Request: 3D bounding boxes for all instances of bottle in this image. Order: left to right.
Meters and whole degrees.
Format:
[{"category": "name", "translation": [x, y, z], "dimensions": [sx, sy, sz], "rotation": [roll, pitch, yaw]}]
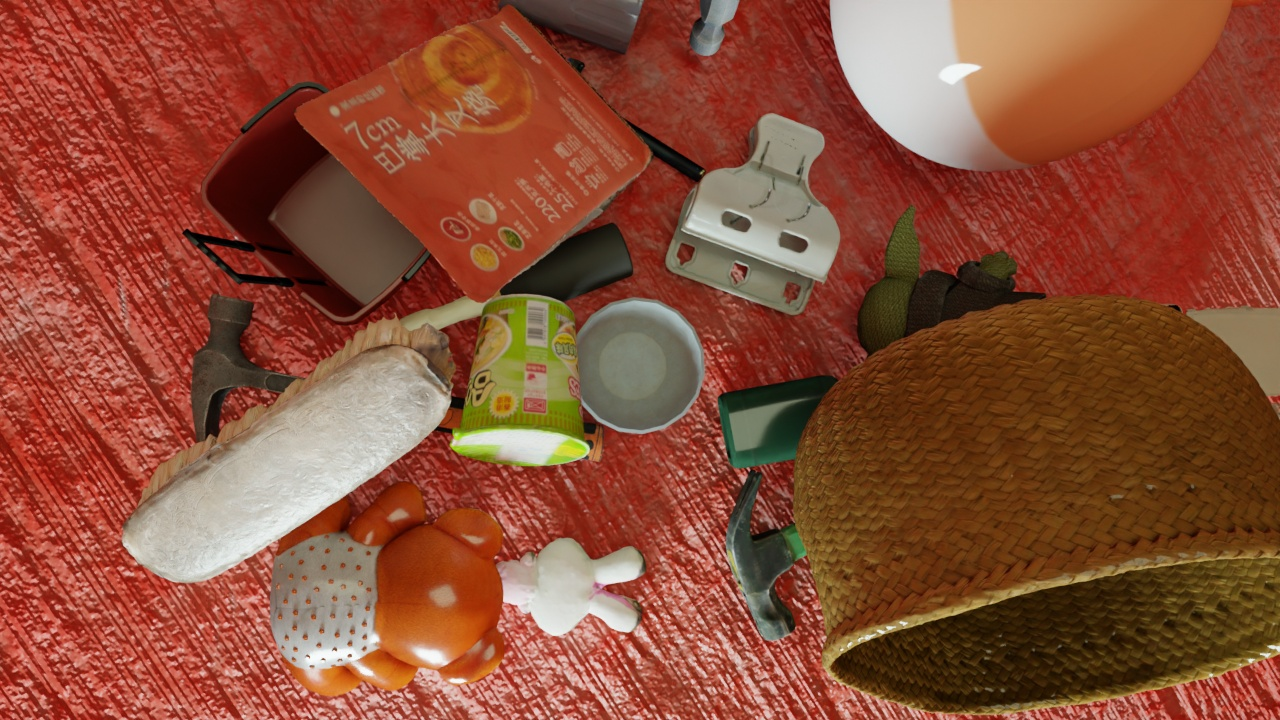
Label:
[{"category": "bottle", "translation": [-0.098, -0.056, 0.719], "dimensions": [0.184, 0.045, 0.045], "rotation": [-21, 92, -7]}, {"category": "bottle", "translation": [0.131, 0.045, 0.730], "dimensions": [0.131, 0.061, 0.061], "rotation": [-10, 88, 1]}]

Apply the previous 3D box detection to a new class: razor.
[{"category": "razor", "translation": [-0.009, -0.189, 0.746], "dimensions": [0.144, 0.022, 0.042], "rotation": [35, 45, -9]}]

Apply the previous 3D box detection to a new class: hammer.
[{"category": "hammer", "translation": [-0.185, 0.048, 0.713], "dimensions": [0.314, 0.035, 0.137], "rotation": [12, 88, -7]}, {"category": "hammer", "translation": [0.028, -0.411, 0.696], "dimensions": [0.025, 0.118, 0.332], "rotation": [-9, 78, -11]}, {"category": "hammer", "translation": [0.220, 0.107, 0.765], "dimensions": [0.318, 0.032, 0.130], "rotation": [-23, 92, -7]}]

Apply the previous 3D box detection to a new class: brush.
[{"category": "brush", "translation": [-0.246, 0.066, 0.643], "dimensions": [0.271, 0.056, 0.083], "rotation": [-33, 117, 12]}]

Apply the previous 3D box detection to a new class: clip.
[{"category": "clip", "translation": [0.102, -0.123, 0.731], "dimensions": [0.126, 0.096, 0.152], "rotation": [20, 97, -9]}]

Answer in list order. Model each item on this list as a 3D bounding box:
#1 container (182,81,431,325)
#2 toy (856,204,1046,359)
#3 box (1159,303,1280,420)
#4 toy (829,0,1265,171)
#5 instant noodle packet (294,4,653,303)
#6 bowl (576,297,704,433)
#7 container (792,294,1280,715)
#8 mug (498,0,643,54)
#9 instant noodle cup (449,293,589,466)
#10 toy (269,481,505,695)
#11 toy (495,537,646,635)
[{"category": "container", "translation": [-0.215, -0.103, 0.627], "dimensions": [0.148, 0.201, 0.127], "rotation": [43, 85, -5]}, {"category": "toy", "translation": [0.247, -0.021, 0.724], "dimensions": [0.153, 0.078, 0.179], "rotation": [19, 110, 30]}, {"category": "box", "translation": [0.416, 0.026, 0.715], "dimensions": [0.050, 0.184, 0.143], "rotation": [-2, 93, -14]}, {"category": "toy", "translation": [0.279, -0.273, 0.650], "dimensions": [0.262, 0.281, 0.265], "rotation": [18, 81, -43]}, {"category": "instant noodle packet", "translation": [-0.107, -0.143, 0.632], "dimensions": [0.164, 0.220, 0.084], "rotation": [46, 126, -6]}, {"category": "bowl", "translation": [-0.004, 0.004, 0.733], "dimensions": [0.106, 0.039, 0.106], "rotation": [0, 89, -7]}, {"category": "container", "translation": [0.260, 0.097, 0.599], "dimensions": [0.307, 0.308, 0.196], "rotation": [0, 58, -7]}, {"category": "mug", "translation": [-0.044, -0.310, 0.720], "dimensions": [0.104, 0.084, 0.123], "rotation": [18, 60, -7]}, {"category": "instant noodle cup", "translation": [-0.084, 0.014, 0.673], "dimensions": [0.099, 0.099, 0.107], "rotation": [4, 69, -7]}, {"category": "toy", "translation": [-0.185, 0.174, 0.689], "dimensions": [0.172, 0.093, 0.163], "rotation": [-2, 87, 5]}, {"category": "toy", "translation": [-0.055, 0.178, 0.726], "dimensions": [0.122, 0.038, 0.079], "rotation": [7, 101, -7]}]
